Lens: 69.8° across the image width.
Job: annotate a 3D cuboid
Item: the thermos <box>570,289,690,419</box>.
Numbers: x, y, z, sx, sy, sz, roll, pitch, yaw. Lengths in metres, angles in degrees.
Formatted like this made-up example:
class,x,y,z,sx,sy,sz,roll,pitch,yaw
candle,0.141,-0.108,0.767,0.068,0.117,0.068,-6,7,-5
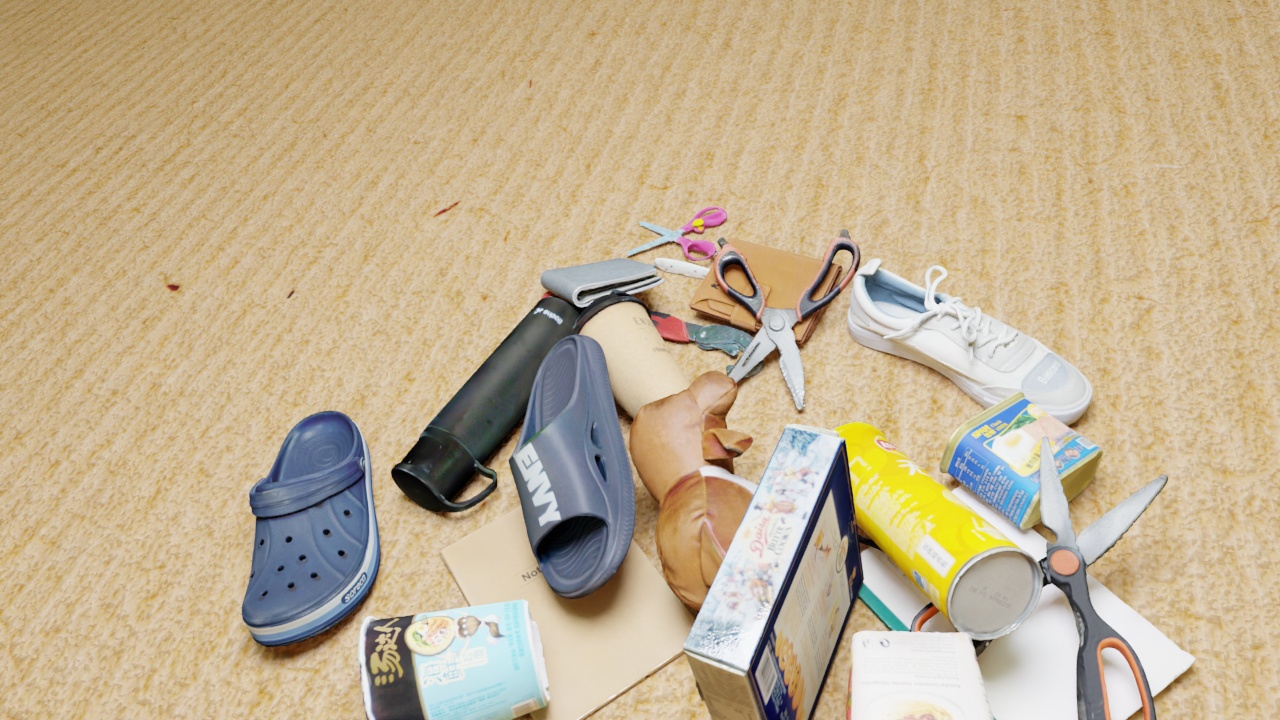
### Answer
class,x,y,z,sx,sy,sz,roll,pitch,yaw
thermos,-0.005,0.005,0.892,0.093,0.093,0.143,-28,53,-15

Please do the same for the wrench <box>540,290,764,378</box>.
class,x,y,z,sx,sy,sz,roll,pitch,yaw
wrench,0.008,-0.037,0.980,0.274,0.016,0.056,19,52,27

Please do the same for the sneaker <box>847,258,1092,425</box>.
class,x,y,z,sx,sy,sz,roll,pitch,yaw
sneaker,0.302,-0.027,0.852,0.242,0.091,0.089,30,58,34

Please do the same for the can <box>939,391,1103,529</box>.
class,x,y,z,sx,sy,sz,roll,pitch,yaw
can,0.314,0.082,0.756,0.101,0.057,0.083,-23,46,-29

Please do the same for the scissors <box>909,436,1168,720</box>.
class,x,y,z,sx,sy,sz,roll,pitch,yaw
scissors,0.297,0.168,0.656,0.221,0.022,0.231,-24,56,7

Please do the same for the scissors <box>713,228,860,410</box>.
class,x,y,z,sx,sy,sz,roll,pitch,yaw
scissors,0.143,-0.051,0.919,0.189,0.015,0.222,-20,59,3

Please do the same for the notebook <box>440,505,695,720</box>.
class,x,y,z,sx,sy,sz,roll,pitch,yaw
notebook,-0.063,0.194,0.768,0.147,0.008,0.207,-29,47,-17

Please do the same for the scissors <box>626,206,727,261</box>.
class,x,y,z,sx,sy,sz,roll,pitch,yaw
scissors,0.047,-0.145,1.078,0.133,0.017,0.134,-23,41,-8

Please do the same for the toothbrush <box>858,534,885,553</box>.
class,x,y,z,sx,sy,sz,roll,pitch,yaw
toothbrush,0.144,0.133,0.774,0.189,0.014,0.017,13,40,30

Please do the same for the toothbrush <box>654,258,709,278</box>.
class,x,y,z,sx,sy,sz,roll,pitch,yaw
toothbrush,0.100,-0.094,1.017,0.188,0.016,0.017,14,42,24

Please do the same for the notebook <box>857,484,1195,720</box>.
class,x,y,z,sx,sy,sz,roll,pitch,yaw
notebook,0.273,0.192,0.694,0.150,0.012,0.209,-29,46,-15

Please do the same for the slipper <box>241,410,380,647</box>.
class,x,y,z,sx,sy,sz,roll,pitch,yaw
slipper,-0.295,0.130,0.824,0.105,0.095,0.252,-13,41,2

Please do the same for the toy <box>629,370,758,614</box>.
class,x,y,z,sx,sy,sz,roll,pitch,yaw
toy,0.059,0.116,0.726,0.130,0.140,0.199,-6,46,2

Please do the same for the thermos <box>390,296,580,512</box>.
class,x,y,z,sx,sy,sz,roll,pitch,yaw
thermos,-0.133,0.045,0.898,0.090,0.069,0.241,29,57,11

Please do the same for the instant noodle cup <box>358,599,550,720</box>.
class,x,y,z,sx,sy,sz,roll,pitch,yaw
instant noodle cup,-0.133,0.228,0.678,0.120,0.111,0.111,-14,44,-6

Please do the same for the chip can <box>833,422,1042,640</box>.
class,x,y,z,sx,sy,sz,roll,pitch,yaw
chip can,0.204,0.117,0.688,0.072,0.072,0.213,-19,22,-8

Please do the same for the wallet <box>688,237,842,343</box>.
class,x,y,z,sx,sy,sz,roll,pitch,yaw
wallet,0.131,-0.075,0.965,0.132,0.031,0.107,19,63,28

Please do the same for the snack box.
class,x,y,z,sx,sy,sz,roll,pitch,yaw
snack box,0.100,0.170,0.628,0.046,0.178,0.182,10,50,28

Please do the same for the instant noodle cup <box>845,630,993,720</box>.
class,x,y,z,sx,sy,sz,roll,pitch,yaw
instant noodle cup,0.176,0.246,0.582,0.117,0.116,0.124,-2,49,10

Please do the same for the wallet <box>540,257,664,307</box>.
class,x,y,z,sx,sy,sz,roll,pitch,yaw
wallet,-0.040,-0.083,0.988,0.106,0.037,0.130,-13,16,-18

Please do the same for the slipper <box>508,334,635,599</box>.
class,x,y,z,sx,sy,sz,roll,pitch,yaw
slipper,-0.076,0.077,0.785,0.111,0.083,0.267,-42,39,31
